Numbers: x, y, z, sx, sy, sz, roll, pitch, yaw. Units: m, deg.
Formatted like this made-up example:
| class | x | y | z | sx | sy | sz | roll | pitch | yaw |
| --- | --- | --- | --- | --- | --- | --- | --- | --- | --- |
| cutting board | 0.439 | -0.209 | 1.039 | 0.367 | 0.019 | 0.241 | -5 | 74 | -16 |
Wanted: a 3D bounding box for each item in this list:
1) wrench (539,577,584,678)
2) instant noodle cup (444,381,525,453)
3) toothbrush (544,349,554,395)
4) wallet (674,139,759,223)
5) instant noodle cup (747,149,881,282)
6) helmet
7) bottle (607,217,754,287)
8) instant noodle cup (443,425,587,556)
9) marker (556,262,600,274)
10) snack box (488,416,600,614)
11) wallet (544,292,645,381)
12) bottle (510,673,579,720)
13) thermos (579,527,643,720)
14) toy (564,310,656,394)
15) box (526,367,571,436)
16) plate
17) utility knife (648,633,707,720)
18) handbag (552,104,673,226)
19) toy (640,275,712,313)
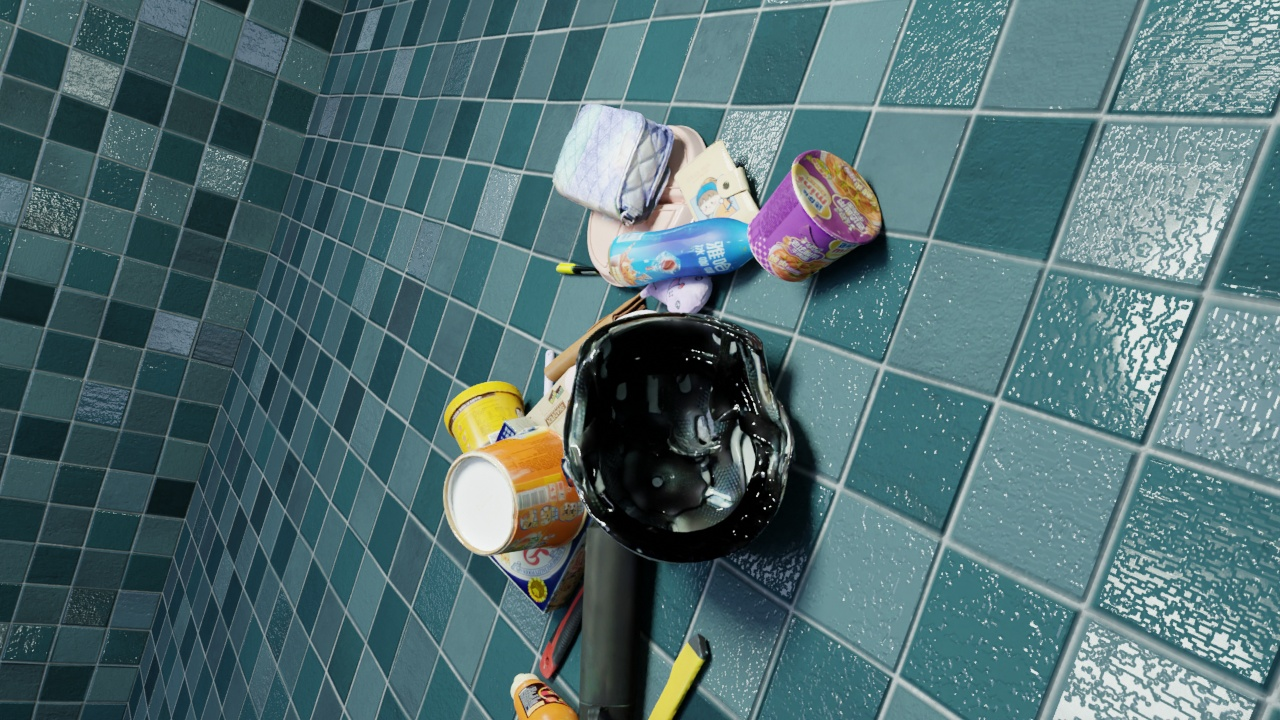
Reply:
| class | x | y | z | sx | sy | sz | roll | pitch | yaw |
| --- | --- | --- | --- | --- | --- | --- | --- | --- | --- |
| wrench | -0.061 | 0.284 | 1.133 | 0.274 | 0.016 | 0.056 | -59 | 38 | 18 |
| instant noodle cup | -0.209 | 0.110 | 1.317 | 0.119 | 0.118 | 0.114 | -52 | 48 | 27 |
| toothbrush | -0.133 | 0.072 | 1.307 | 0.021 | 0.029 | 0.189 | 94 | 177 | -67 |
| wallet | 0.093 | -0.194 | 1.085 | 0.087 | 0.024 | 0.115 | -36 | 68 | 38 |
| instant noodle cup | 0.169 | -0.137 | 0.922 | 0.099 | 0.111 | 0.111 | -45 | 44 | 47 |
| helmet | 0.031 | 0.091 | 0.945 | 0.157 | 0.230 | 0.273 | 98 | 166 | -63 |
| bottle | 0.067 | -0.128 | 1.053 | 0.219 | 0.065 | 0.065 | -5 | 72 | 32 |
| instant noodle cup | -0.151 | 0.158 | 1.079 | 0.152 | 0.111 | 0.151 | 4 | 96 | 36 |
| marker | -0.084 | -0.131 | 1.321 | 0.124 | 0.018 | 0.015 | 10 | 86 | 53 |
| snack box | -0.134 | 0.196 | 1.169 | 0.178 | 0.045 | 0.183 | 39 | 117 | 28 |
| wallet | -0.056 | -0.030 | 1.186 | 0.132 | 0.107 | 0.031 | -36 | 95 | 32 |
| bottle | -0.124 | 0.429 | 1.128 | 0.149 | 0.066 | 0.067 | 25 | 97 | 61 |
| thermos | -0.034 | 0.309 | 1.022 | 0.068 | 0.090 | 0.242 | 0 | 78 | 8 |
| toy | -0.006 | 0.006 | 1.069 | 0.159 | 0.054 | 0.121 | -38 | 63 | -17 |
| box | -0.088 | 0.087 | 1.201 | 0.169 | 0.075 | 0.091 | -46 | 63 | 34 |
| plate | 0.002 | -0.209 | 1.214 | 0.230 | 0.028 | 0.229 | -29 | 51 | 43 |
| utility knife | 0.029 | 0.369 | 0.982 | 0.181 | 0.015 | 0.033 | -64 | 32 | 14 |
| handbag | -0.035 | -0.257 | 1.201 | 0.194 | 0.075 | 0.134 | 36 | 105 | 56 |
| toy | 0.051 | -0.089 | 1.108 | 0.084 | 0.039 | 0.108 | -49 | 33 | 3 |
